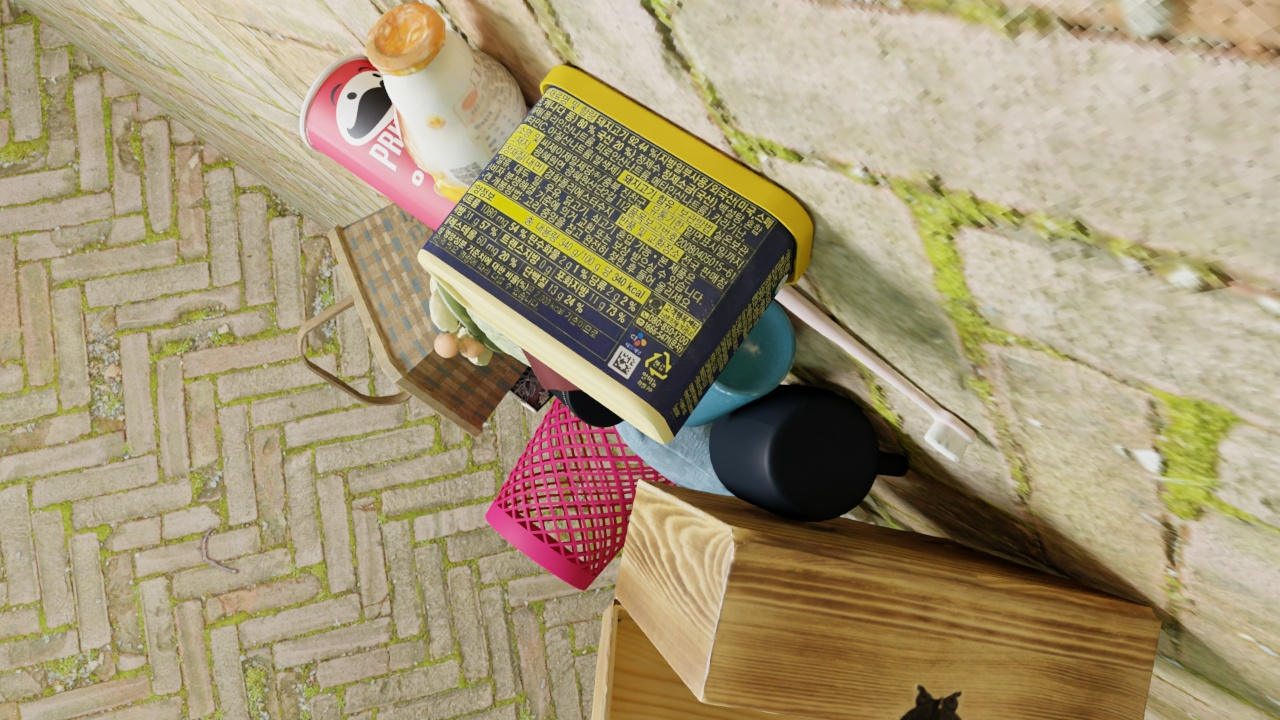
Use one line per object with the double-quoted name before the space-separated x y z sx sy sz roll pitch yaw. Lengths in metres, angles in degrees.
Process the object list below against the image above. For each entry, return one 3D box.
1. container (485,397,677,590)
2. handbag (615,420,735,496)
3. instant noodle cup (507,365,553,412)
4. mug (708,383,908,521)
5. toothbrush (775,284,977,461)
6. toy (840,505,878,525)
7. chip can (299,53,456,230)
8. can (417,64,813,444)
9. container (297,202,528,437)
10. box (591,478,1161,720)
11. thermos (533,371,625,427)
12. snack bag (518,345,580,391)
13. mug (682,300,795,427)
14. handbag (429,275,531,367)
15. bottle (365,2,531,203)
"container" -0.040 0.104 0.935 0.183 0.225 0.183 35 172 5
"handbag" 0.052 0.092 0.805 0.192 0.118 0.122 36 175 -9
"instant noodle cup" -0.126 -0.013 1.032 0.137 0.112 0.137 36 173 5
"mug" 0.116 0.061 0.597 0.121 0.085 0.094 9 178 -14
"toothbrush" 0.098 -0.009 0.459 0.181 0.018 0.016 38 172 -9
"toy" 0.182 0.147 0.907 0.092 0.046 0.115 44 161 -31
"chip can" -0.104 -0.105 0.573 0.220 0.069 0.069 35 172 10
"can" -0.011 -0.044 0.399 0.135 0.104 0.075 34 172 15
"container" -0.246 -0.032 0.950 0.157 0.186 0.250 46 -172 -51
"box" 0.114 0.263 0.636 0.279 0.315 0.282 11 179 -12
"thermos" -0.060 0.005 0.820 0.061 0.061 0.231 39 177 -18
"snack bag" -0.004 0.004 0.653 0.158 0.013 0.057 -2 145 15
"mug" 0.043 -0.003 0.542 0.078 0.078 0.121 37 167 -6
"handbag" -0.117 -0.045 0.740 0.113 0.117 0.186 43 -174 -28
"bottle" -0.087 -0.119 0.435 0.063 0.063 0.108 33 171 24
